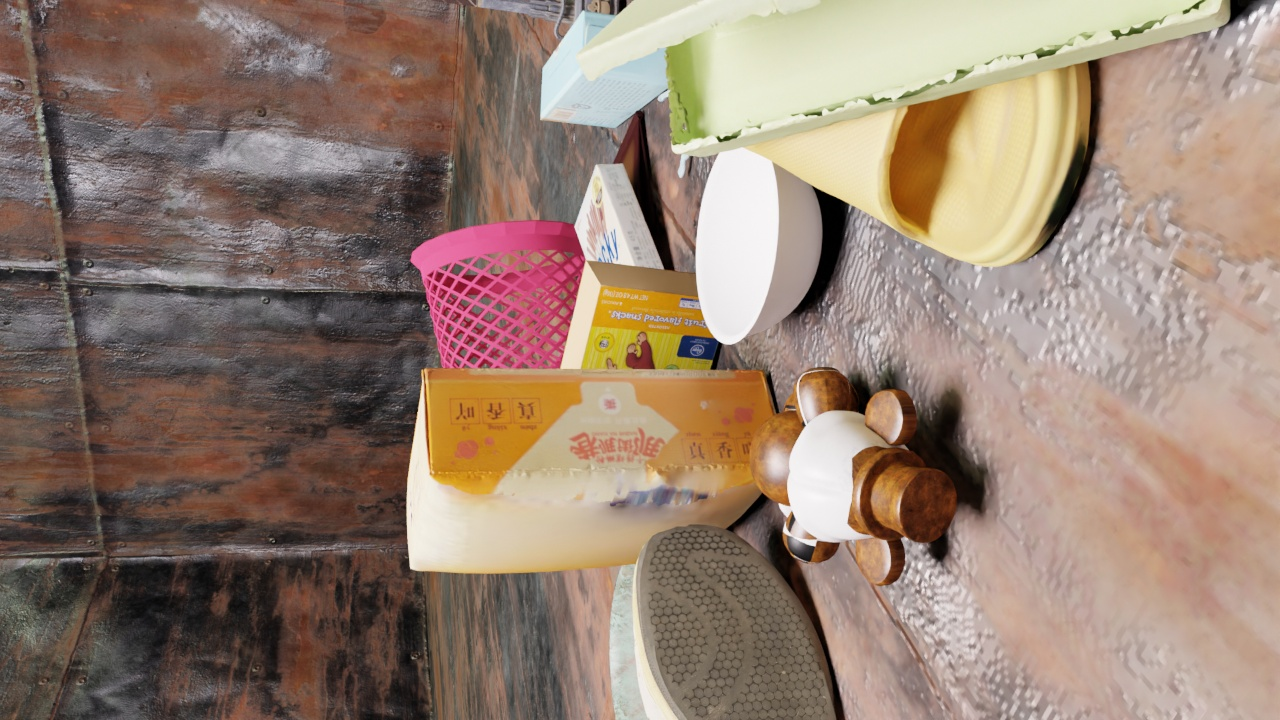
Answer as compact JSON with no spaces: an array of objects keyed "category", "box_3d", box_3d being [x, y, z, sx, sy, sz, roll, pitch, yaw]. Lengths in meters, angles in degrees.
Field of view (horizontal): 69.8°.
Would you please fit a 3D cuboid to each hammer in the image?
[{"category":"hammer","box_3d":[-0.171,-0.325,0.818,0.044,0.321,0.098,168,103,-73]}]

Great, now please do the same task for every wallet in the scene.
[{"category":"wallet","box_3d":[-0.010,-0.143,0.800,0.092,0.018,0.115,124,147,-59]}]

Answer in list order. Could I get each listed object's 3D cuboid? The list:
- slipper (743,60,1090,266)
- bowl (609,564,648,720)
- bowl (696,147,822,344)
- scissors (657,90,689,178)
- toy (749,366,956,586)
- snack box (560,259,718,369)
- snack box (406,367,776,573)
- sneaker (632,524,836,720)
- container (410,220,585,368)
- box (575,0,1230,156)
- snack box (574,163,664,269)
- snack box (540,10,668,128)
[{"category":"slipper","box_3d":[0.072,-0.134,0.383,0.263,0.078,0.100,56,137,47]},{"category":"bowl","box_3d":[0.017,0.208,0.626,0.158,0.038,0.157,-179,91,-73]},{"category":"bowl","box_3d":[0.067,-0.063,0.486,0.110,0.040,0.110,-179,91,-73]},{"category":"scissors","box_3d":[0.042,-0.208,0.629,0.168,0.023,0.172,-132,44,-58]},{"category":"toy","box_3d":[0.087,0.048,0.386,0.113,0.067,0.087,-167,80,-64]},{"category":"snack box","box_3d":[-0.004,0.004,0.612,0.040,0.088,0.126,-120,40,-56]},{"category":"snack box","box_3d":[-0.033,0.072,0.536,0.145,0.195,0.080,117,148,-55]},{"category":"sneaker","box_3d":[0.049,0.206,0.463,0.102,0.089,0.241,103,157,-57]},{"category":"container","box_3d":[-0.120,0.000,0.903,0.183,0.183,0.225,148,114,-70]},{"category":"box","box_3d":[0.075,-0.123,0.293,0.188,0.089,0.077,-6,68,43]},{"category":"snack box","box_3d":[-0.013,-0.075,0.735,0.082,0.026,0.150,116,139,-55]},{"category":"snack box","box_3d":[-0.033,-0.242,0.781,0.175,0.075,0.053,-168,82,-73]}]
